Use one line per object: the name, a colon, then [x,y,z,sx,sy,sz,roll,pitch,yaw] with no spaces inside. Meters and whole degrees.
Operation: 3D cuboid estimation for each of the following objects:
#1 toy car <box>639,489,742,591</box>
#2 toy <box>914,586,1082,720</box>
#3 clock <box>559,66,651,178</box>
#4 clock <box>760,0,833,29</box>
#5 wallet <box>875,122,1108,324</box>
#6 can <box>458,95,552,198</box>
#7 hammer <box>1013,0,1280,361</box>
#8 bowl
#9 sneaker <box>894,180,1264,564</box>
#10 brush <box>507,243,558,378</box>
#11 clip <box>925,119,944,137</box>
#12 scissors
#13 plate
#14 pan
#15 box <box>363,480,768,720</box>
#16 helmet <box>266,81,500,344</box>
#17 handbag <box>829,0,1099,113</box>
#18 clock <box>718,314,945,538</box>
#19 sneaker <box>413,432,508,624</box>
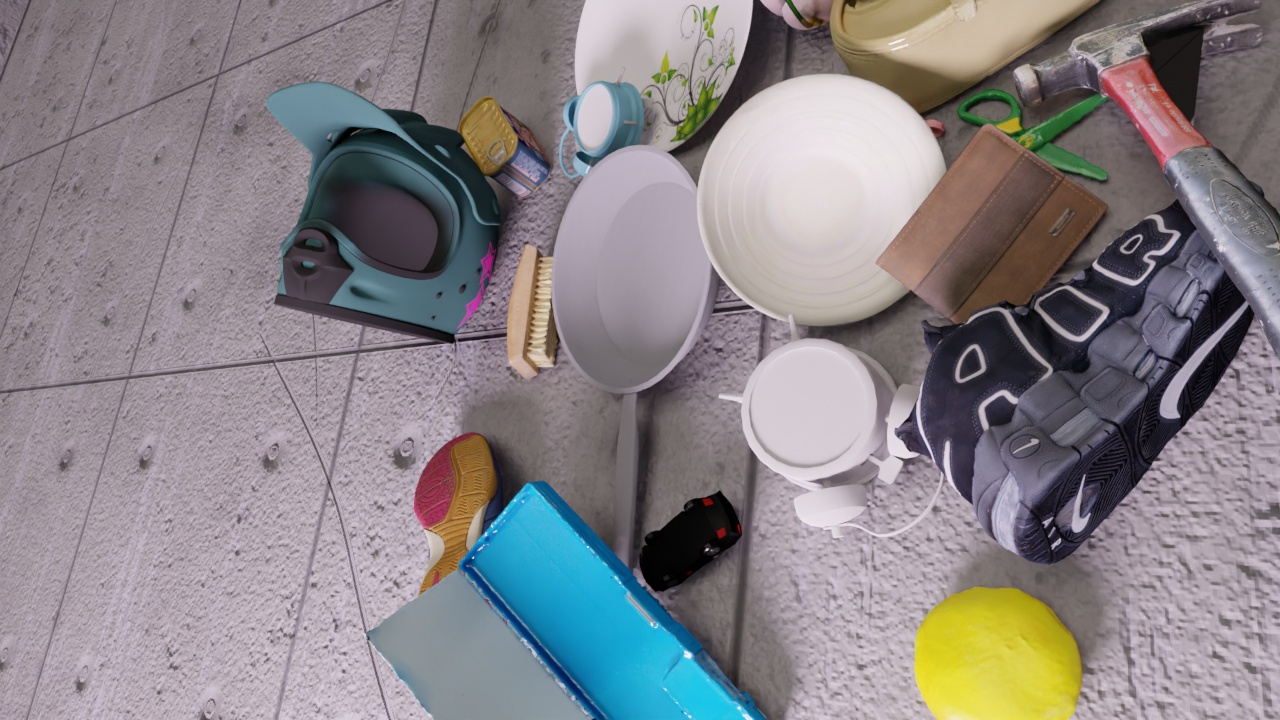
toy car: [0.038,0.137,0.681,0.092,0.036,0.042,-43,50,26]
toy: [0.207,0.179,0.538,0.095,0.041,0.094,20,79,40]
clock: [-0.041,-0.216,0.867,0.123,0.041,0.087,-28,69,48]
clock: [0.120,-0.337,0.750,0.059,0.116,0.157,-17,53,35]
wallet: [0.233,-0.084,0.614,0.098,0.027,0.121,39,95,11]
can: [-0.137,-0.215,0.931,0.054,0.059,0.099,-41,53,16]
hammer: [0.309,-0.111,0.497,0.141,0.036,0.325,-17,36,20]
bowl: [0.131,-0.115,0.674,0.177,0.057,0.177,1,96,8]
sneaker: [0.247,-0.014,0.546,0.252,0.097,0.151,-49,44,-8]
brush: [-0.094,-0.044,0.841,0.039,0.049,0.117,3,71,13]
clip: [0.199,-0.168,0.696,0.060,0.023,0.044,1,71,30]
scissors: [0.266,-0.147,0.644,0.130,0.011,0.125,-53,50,6]
plate: [0.023,-0.301,0.850,0.230,0.030,0.229,-2,87,46]
pan: [-0.004,0.004,0.745,0.201,0.050,0.356,-8,82,49]
box: [-0.048,0.224,0.638,0.170,0.070,0.243,-41,72,-16]
helmet: [-0.229,-0.130,0.827,0.176,0.274,0.200,12,88,11]
handbag: [0.249,-0.300,0.671,0.233,0.088,0.190,-21,57,28]
clock: [0.137,0.050,0.630,0.120,0.061,0.159,-49,60,11]
sneaker: [-0.146,0.167,0.783,0.116,0.091,0.241,-29,38,17]
